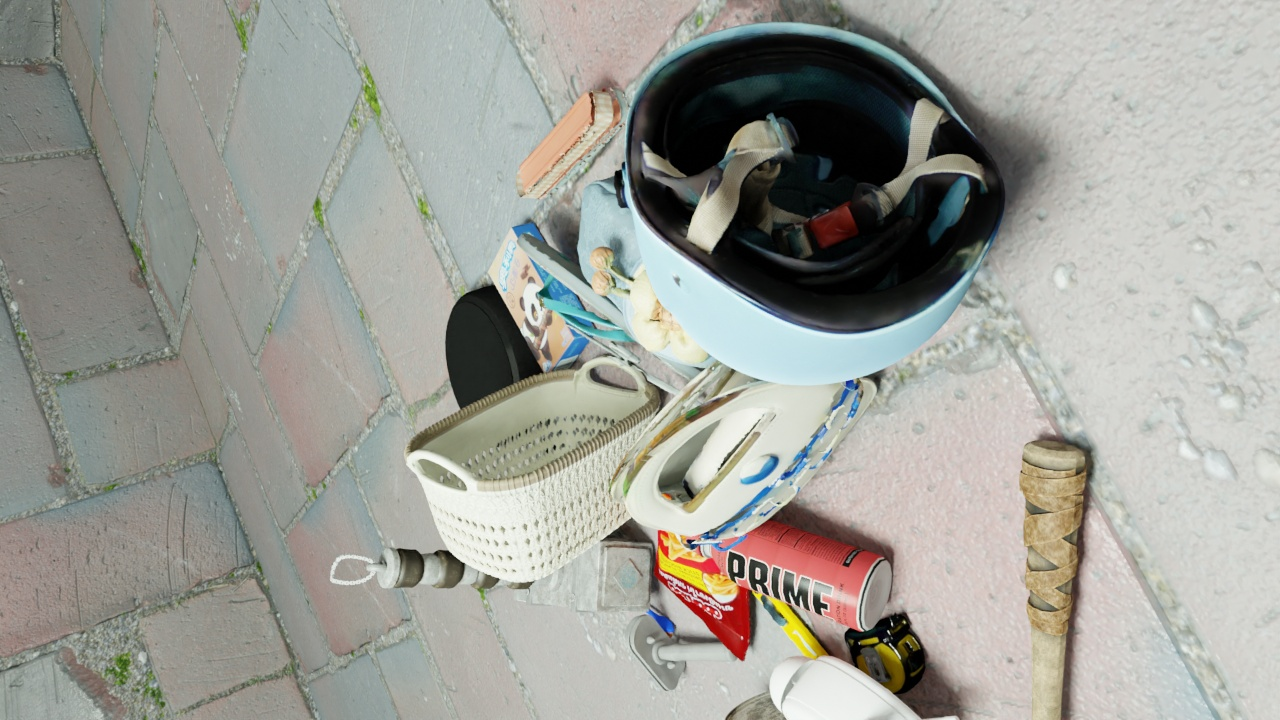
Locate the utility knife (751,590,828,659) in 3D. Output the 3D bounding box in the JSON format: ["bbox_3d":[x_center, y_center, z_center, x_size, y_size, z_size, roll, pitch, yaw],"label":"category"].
[{"bbox_3d":[0.149,0.255,0.850,0.151,0.017,0.031,46,148,26],"label":"utility knife"}]

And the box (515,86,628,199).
[{"bbox_3d":[-0.079,-0.210,0.909,0.059,0.056,0.187,41,146,-13],"label":"box"}]

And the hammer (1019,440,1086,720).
[{"bbox_3d":[0.284,0.209,0.636,0.122,0.048,0.319,11,112,47],"label":"hammer"}]

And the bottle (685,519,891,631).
[{"bbox_3d":[0.119,0.171,0.782,0.177,0.062,0.062,13,116,35],"label":"bottle"}]

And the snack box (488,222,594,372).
[{"bbox_3d":[-0.112,-0.067,1.024,0.151,0.034,0.087,59,142,15],"label":"snack box"}]

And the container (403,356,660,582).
[{"bbox_3d":[-0.096,0.103,0.905,0.185,0.245,0.143,12,119,41],"label":"container"}]

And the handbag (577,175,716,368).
[{"bbox_3d":[0.012,-0.078,0.791,0.192,0.118,0.122,40,137,28],"label":"handbag"}]

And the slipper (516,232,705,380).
[{"bbox_3d":[-0.046,-0.046,0.891,0.269,0.098,0.055,39,96,34],"label":"slipper"}]

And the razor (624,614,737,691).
[{"bbox_3d":[0.052,0.307,0.966,0.116,0.047,0.088,-16,119,39],"label":"razor"}]

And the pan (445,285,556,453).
[{"bbox_3d":[-0.143,0.066,1.102,0.355,0.044,0.205,55,140,26],"label":"pan"}]

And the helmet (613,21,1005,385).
[{"bbox_3d":[0.096,-0.098,0.602,0.167,0.225,0.265,93,167,-59],"label":"helmet"}]

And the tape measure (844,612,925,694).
[{"bbox_3d":[0.203,0.245,0.758,0.061,0.034,0.062,61,143,11],"label":"tape measure"}]

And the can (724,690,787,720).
[{"bbox_3d":[0.132,0.359,0.851,0.090,0.089,0.074,-19,90,53],"label":"can"}]

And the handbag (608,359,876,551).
[{"bbox_3d":[0.076,0.064,0.694,0.093,0.199,0.201,49,124,28],"label":"handbag"}]

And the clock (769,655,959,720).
[{"bbox_3d":[0.183,0.295,0.744,0.125,0.072,0.161,48,162,-13],"label":"clock"}]

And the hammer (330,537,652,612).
[{"bbox_3d":[-0.157,0.222,0.970,0.177,0.325,0.079,-12,72,51],"label":"hammer"}]

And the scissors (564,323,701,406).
[{"bbox_3d":[-0.002,0.008,0.876,0.175,0.014,0.141,32,174,4],"label":"scissors"}]

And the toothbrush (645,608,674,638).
[{"bbox_3d":[-0.024,0.272,1.074,0.183,0.016,0.018,25,129,44],"label":"toothbrush"}]

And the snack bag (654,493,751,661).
[{"bbox_3d":[0.062,0.180,0.906,0.139,0.066,0.208,27,134,42],"label":"snack bag"}]
